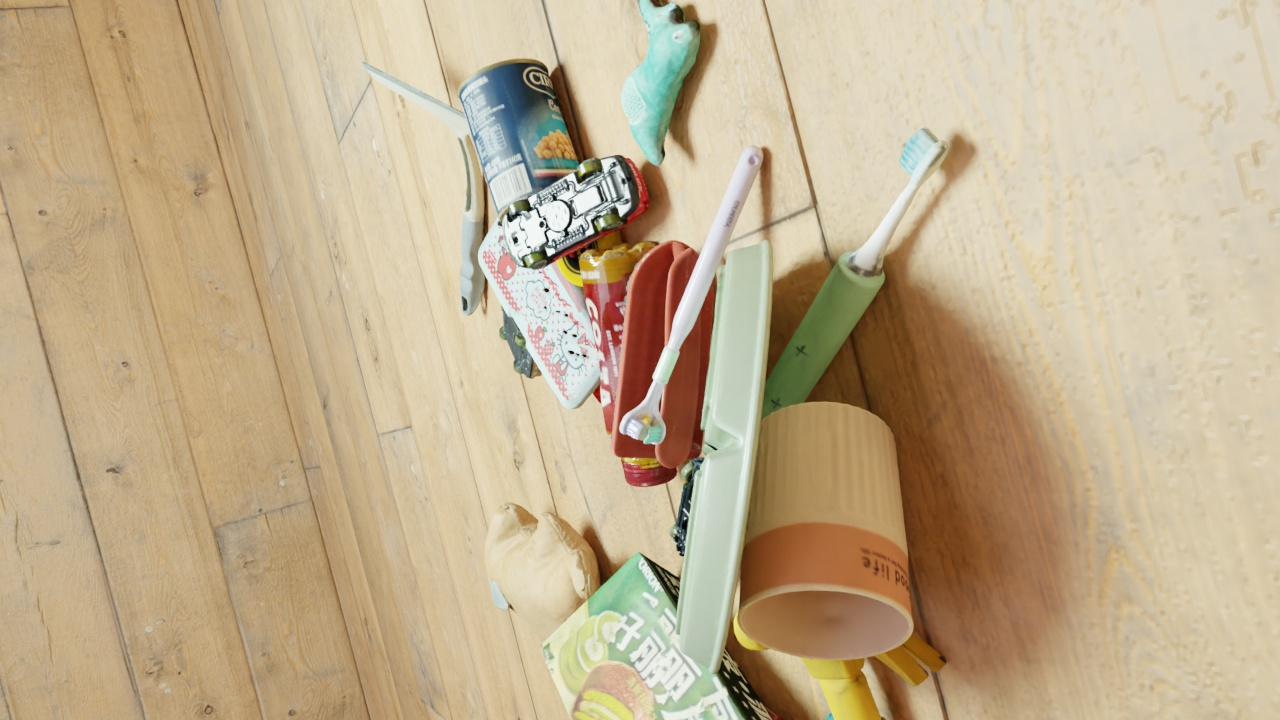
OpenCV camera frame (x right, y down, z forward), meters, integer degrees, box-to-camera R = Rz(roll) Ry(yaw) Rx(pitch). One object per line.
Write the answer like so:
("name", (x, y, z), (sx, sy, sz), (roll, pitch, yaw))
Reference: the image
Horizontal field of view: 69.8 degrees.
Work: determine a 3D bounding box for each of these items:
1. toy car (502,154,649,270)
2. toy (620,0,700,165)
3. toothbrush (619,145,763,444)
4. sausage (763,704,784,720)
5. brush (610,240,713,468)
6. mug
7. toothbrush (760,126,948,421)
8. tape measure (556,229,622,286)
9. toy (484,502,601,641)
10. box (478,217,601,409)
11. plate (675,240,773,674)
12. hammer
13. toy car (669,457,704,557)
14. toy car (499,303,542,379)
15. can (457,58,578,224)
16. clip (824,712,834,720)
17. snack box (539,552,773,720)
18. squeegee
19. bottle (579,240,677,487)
("toy car", (-0.047, -0.105, 0.664), (0.121, 0.045, 0.053), (-20, 85, 30))
("toy", (0.011, -0.187, 0.583), (0.092, 0.030, 0.096), (-57, 46, 48))
("toothbrush", (0.032, -0.038, 0.549), (0.021, 0.029, 0.189), (-118, 48, -73))
("sausage", (0.097, 0.263, 0.652), (0.156, 0.020, 0.020), (16, 117, 57))
("brush", (0.018, -0.006, 0.604), (0.069, 0.063, 0.146), (-151, 65, -70))
("mug", (0.097, 0.095, 0.477), (0.114, 0.082, 0.105), (64, -154, -47))
("toothbrush", (0.105, -0.028, 0.490), (0.027, 0.026, 0.225), (51, 144, 23))
("tape measure", (-0.037, -0.085, 0.707), (0.057, 0.028, 0.060), (-14, 89, 35))
("toy", (-0.079, 0.213, 0.880), (0.226, 0.082, 0.143), (-2, 113, 59))
("box", (-0.078, -0.053, 0.763), (0.201, 0.068, 0.091), (56, 146, 33))
("plate", (0.043, 0.049, 0.495), (0.230, 0.027, 0.230), (10, -93, -87))
("hammer", (0.152, 0.276, 0.530), (0.129, 0.032, 0.300), (-25, 84, 51))
("toy car", (0.049, 0.112, 0.651), (0.049, 0.031, 0.106), (47, 144, 38))
("toy car", (-0.111, -0.024, 0.870), (0.090, 0.035, 0.042), (57, 146, 41))
("can", (-0.092, -0.169, 0.725), (0.075, 0.075, 0.111), (-30, 77, 61))
("clip", (0.130, 0.227, 0.580), (0.041, 0.014, 0.056), (58, 145, 28))
("snack box", (0.023, 0.258, 0.646), (0.063, 0.114, 0.240), (42, -174, -39))
("squeegee", (-0.172, -0.149, 0.920), (0.246, 0.039, 0.247), (31, 138, 30))
("bottle", (-0.004, 0.004, 0.667), (0.057, 0.057, 0.175), (12, 113, 59))
